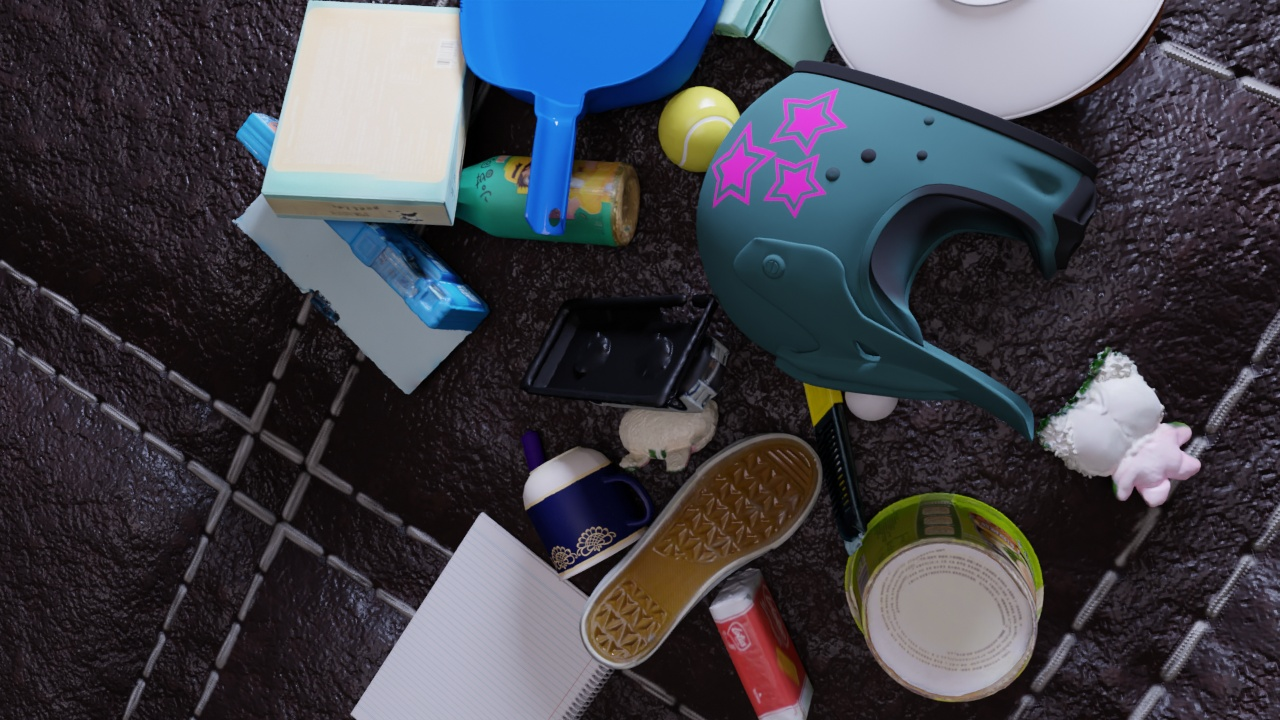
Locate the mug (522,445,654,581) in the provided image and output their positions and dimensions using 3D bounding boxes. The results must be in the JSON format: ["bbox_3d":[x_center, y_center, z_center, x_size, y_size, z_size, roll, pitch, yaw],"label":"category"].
[{"bbox_3d":[-0.041,0.116,0.752,0.112,0.085,0.089,-34,82,35],"label":"mug"}]

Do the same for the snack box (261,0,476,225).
[{"bbox_3d":[-0.213,-0.204,0.745,0.141,0.044,0.193,3,68,1],"label":"snack box"}]

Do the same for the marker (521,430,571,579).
[{"bbox_3d":[-0.081,0.127,0.804,0.018,0.015,0.134,-15,90,44],"label":"marker"}]

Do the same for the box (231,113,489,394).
[{"bbox_3d":[-0.261,-0.087,0.797,0.243,0.093,0.115,44,99,9],"label":"box"}]

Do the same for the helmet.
[{"bbox_3d":[0.165,-0.070,0.630,0.275,0.176,0.200,27,100,24],"label":"helmet"}]

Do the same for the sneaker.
[{"bbox_3d":[0.044,0.145,0.734,0.235,0.079,0.087,-42,87,-10],"label":"sneaker"}]

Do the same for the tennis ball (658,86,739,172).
[{"bbox_3d":[0.047,-0.181,0.720,0.065,0.065,0.065,1,94,15],"label":"tennis ball"}]

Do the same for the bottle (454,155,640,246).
[{"bbox_3d":[-0.108,-0.136,0.765,0.210,0.068,0.068,6,95,15],"label":"bottle"}]

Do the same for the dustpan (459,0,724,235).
[{"bbox_3d":[-0.047,-0.222,0.713,0.246,0.059,0.257,5,87,23],"label":"dustpan"}]

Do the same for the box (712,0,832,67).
[{"bbox_3d":[0.139,-0.319,0.703,0.093,0.077,0.188,24,101,-23],"label":"box"}]

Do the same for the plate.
[{"bbox_3d":[0.232,-0.277,0.611,0.230,0.030,0.229,0,90,19],"label":"plate"}]

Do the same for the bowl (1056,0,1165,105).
[{"bbox_3d":[0.282,-0.245,0.648,0.147,0.068,0.147,0,90,19],"label":"bowl"}]

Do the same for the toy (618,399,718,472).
[{"bbox_3d":[0.022,0.050,0.751,0.087,0.112,0.050,-14,134,25],"label":"toy"}]

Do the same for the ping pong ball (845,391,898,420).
[{"bbox_3d":[0.179,0.027,0.712,0.040,0.040,0.040,1,94,15],"label":"ping pong ball"}]

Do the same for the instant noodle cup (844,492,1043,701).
[{"bbox_3d":[0.226,0.178,0.680,0.146,0.097,0.146,1,94,15],"label":"instant noodle cup"}]

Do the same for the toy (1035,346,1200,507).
[{"bbox_3d":[0.350,0.056,0.668,0.109,0.041,0.095,44,89,5],"label":"toy"}]

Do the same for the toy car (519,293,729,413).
[{"bbox_3d":[-0.004,0.004,0.713,0.192,0.071,0.094,1,61,53],"label":"toy car"}]

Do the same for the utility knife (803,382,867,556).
[{"bbox_3d":[0.151,0.066,0.717,0.029,0.020,0.172,-20,76,49],"label":"utility knife"}]

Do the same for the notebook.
[{"bbox_3d":[-0.139,0.288,0.833,0.178,0.013,0.246,36,102,11],"label":"notebook"}]

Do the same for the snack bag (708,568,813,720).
[{"bbox_3d":[0.098,0.231,0.730,0.036,0.077,0.116,-25,87,18],"label":"snack bag"}]
